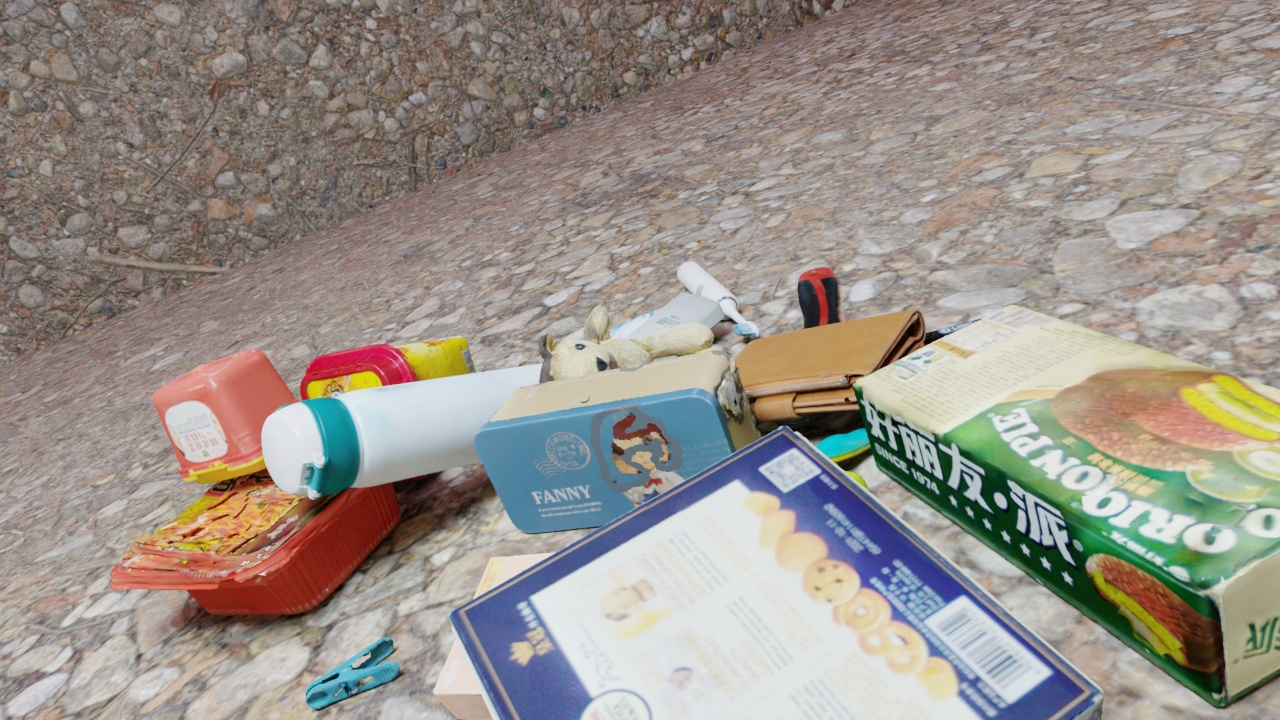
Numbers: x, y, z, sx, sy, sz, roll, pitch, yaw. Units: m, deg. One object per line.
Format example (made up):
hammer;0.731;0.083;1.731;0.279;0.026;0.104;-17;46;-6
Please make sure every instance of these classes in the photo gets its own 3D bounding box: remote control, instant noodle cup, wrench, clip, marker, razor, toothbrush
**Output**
remote control;0.008;-0.010;0.783;0.135;0.019;0.056;-40;32;-20
instant noodle cup;-0.257;0.119;0.662;0.165;0.079;0.188;-8;23;30
wrench;0.139;-0.023;0.727;0.056;0.016;0.272;-13;23;19
clip;-0.164;0.179;0.521;0.055;0.013;0.034;-28;21;-17
marker;0.210;-0.016;0.646;0.124;0.015;0.018;-16;26;8
razor;0.141;0.036;0.564;0.132;0.028;0.043;-31;9;-30
instant noodle cup;-0.204;0.034;0.789;0.116;0.116;0.123;-9;13;28
toothbrush;0.071;-0.057;0.856;0.026;0.027;0.221;-4;20;-10

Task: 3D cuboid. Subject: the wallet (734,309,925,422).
wallet;0.111;0.006;0.609;0.132;0.031;0.107;-12;20;41

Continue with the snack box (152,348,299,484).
snack box;-0.307;0.041;0.683;0.091;0.080;0.081;-14;19;27

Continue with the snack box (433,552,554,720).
snack box;-0.021;0.134;0.454;0.157;0.026;0.084;-10;39;26

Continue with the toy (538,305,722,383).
toy;-0.004;0.004;0.684;0.157;0.105;0.066;-10;-7;-37

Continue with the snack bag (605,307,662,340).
snack bag;0.007;-0.029;0.849;0.104;0.026;0.048;-20;13;2

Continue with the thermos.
thermos;-0.145;0.044;0.641;0.223;0.073;0.073;-9;9;-43

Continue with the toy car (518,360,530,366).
toy car;-0.099;0.028;0.791;0.043;0.036;0.091;-29;22;-22

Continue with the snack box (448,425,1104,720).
snack box;0.040;0.124;0.358;0.182;0.046;0.178;-27;39;-16

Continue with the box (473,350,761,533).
box;-0.019;0.055;0.587;0.185;0.090;0.063;-14;23;24

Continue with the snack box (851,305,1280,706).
snack box;0.212;0.045;0.432;0.114;0.063;0.240;-25;22;-10

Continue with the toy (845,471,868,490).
toy;0.077;0.089;0.492;0.097;0.031;0.099;-3;27;34
